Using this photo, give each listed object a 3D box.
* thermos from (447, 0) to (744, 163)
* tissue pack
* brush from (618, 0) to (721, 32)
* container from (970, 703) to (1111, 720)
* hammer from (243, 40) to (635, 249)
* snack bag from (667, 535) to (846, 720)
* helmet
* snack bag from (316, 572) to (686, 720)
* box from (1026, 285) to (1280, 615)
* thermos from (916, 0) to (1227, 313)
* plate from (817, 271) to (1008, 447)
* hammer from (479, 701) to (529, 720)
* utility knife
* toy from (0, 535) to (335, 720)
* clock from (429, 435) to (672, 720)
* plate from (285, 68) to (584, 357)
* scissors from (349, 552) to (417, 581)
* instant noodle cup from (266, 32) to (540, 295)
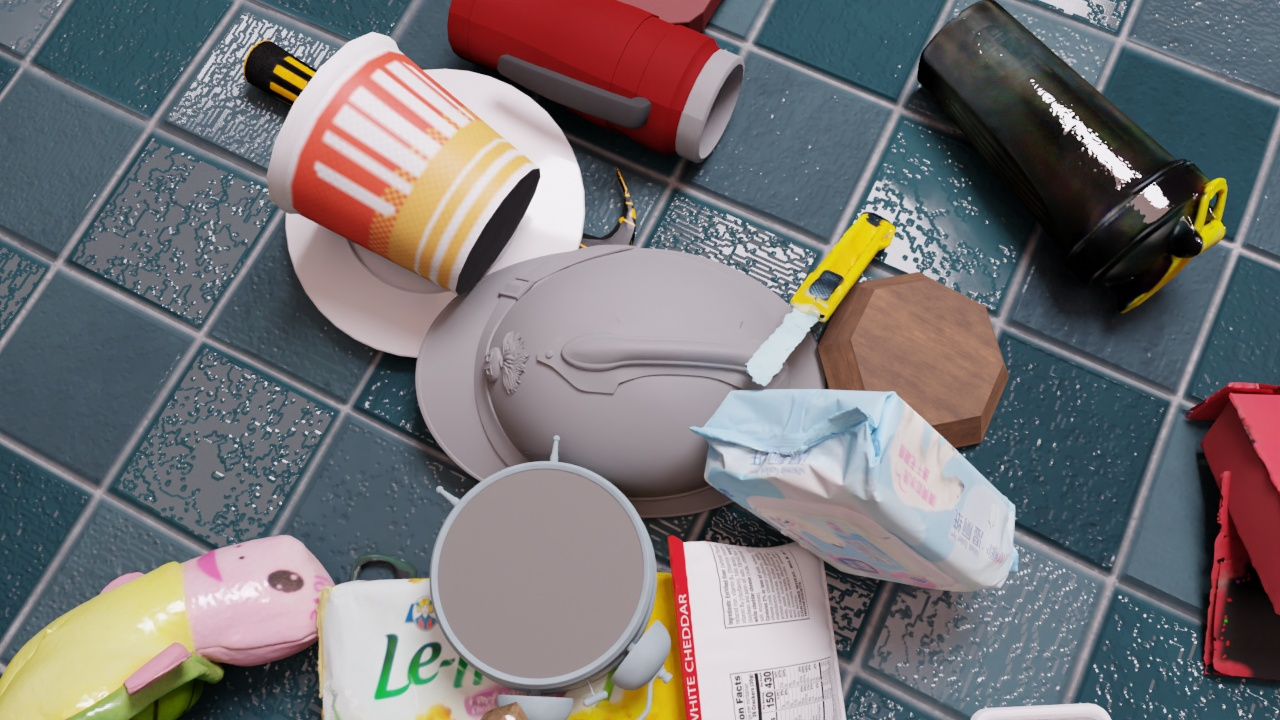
[{"bbox_3d":[-0.037,-0.208,0.640,0.198,0.084,0.107,26,41,11],"label":"thermos"},{"bbox_3d":[0.121,0.073,0.511,0.112,0.182,0.069,0,63,47],"label":"tissue pack"},{"bbox_3d":[0.041,-0.315,0.693,0.082,0.042,0.173,29,78,9],"label":"brush"},{"bbox_3d":[0.232,0.266,0.530,0.081,0.049,0.129,-3,75,1],"label":"container"},{"bbox_3d":[-0.149,-0.146,0.663,0.320,0.036,0.123,31,79,7],"label":"hammer"},{"bbox_3d":[0.074,0.167,0.531,0.039,0.143,0.130,-19,70,42],"label":"snack bag"},{"bbox_3d":[-0.003,0.003,0.557,0.271,0.118,0.183,2,80,-7],"label":"helmet"},{"bbox_3d":[-0.067,0.206,0.532,0.247,0.068,0.159,-1,72,-1],"label":"snack bag"},{"bbox_3d":[0.471,0.039,0.690,0.214,0.478,0.171,3,99,3],"label":"box"},{"bbox_3d":[0.283,-0.143,0.615,0.098,0.098,0.220,-33,72,-6],"label":"thermos"},{"bbox_3d":[0.185,-0.002,0.607,0.131,0.025,0.131,1,74,-4],"label":"plate"},{"bbox_3d":[0.008,0.313,0.470,0.098,0.052,0.328,-28,99,-5],"label":"hammer"},{"bbox_3d":[0.117,-0.044,0.574,0.030,0.019,0.224,23,44,21],"label":"utility knife"},{"bbox_3d":[-0.296,0.175,0.528,0.237,0.190,0.088,-27,105,-32],"label":"toy"},{"bbox_3d":[-0.047,0.128,0.497,0.122,0.045,0.159,-23,70,-7],"label":"clock"},{"bbox_3d":[-0.143,-0.105,0.630,0.208,0.015,0.208,0,81,2],"label":"plate"},{"bbox_3d":[-0.094,0.199,0.579,0.204,0.015,0.201,-19,75,-4],"label":"scissors"},{"bbox_3d":[-0.138,-0.113,0.567,0.121,0.123,0.123,33,79,-1],"label":"instant noodle cup"}]
